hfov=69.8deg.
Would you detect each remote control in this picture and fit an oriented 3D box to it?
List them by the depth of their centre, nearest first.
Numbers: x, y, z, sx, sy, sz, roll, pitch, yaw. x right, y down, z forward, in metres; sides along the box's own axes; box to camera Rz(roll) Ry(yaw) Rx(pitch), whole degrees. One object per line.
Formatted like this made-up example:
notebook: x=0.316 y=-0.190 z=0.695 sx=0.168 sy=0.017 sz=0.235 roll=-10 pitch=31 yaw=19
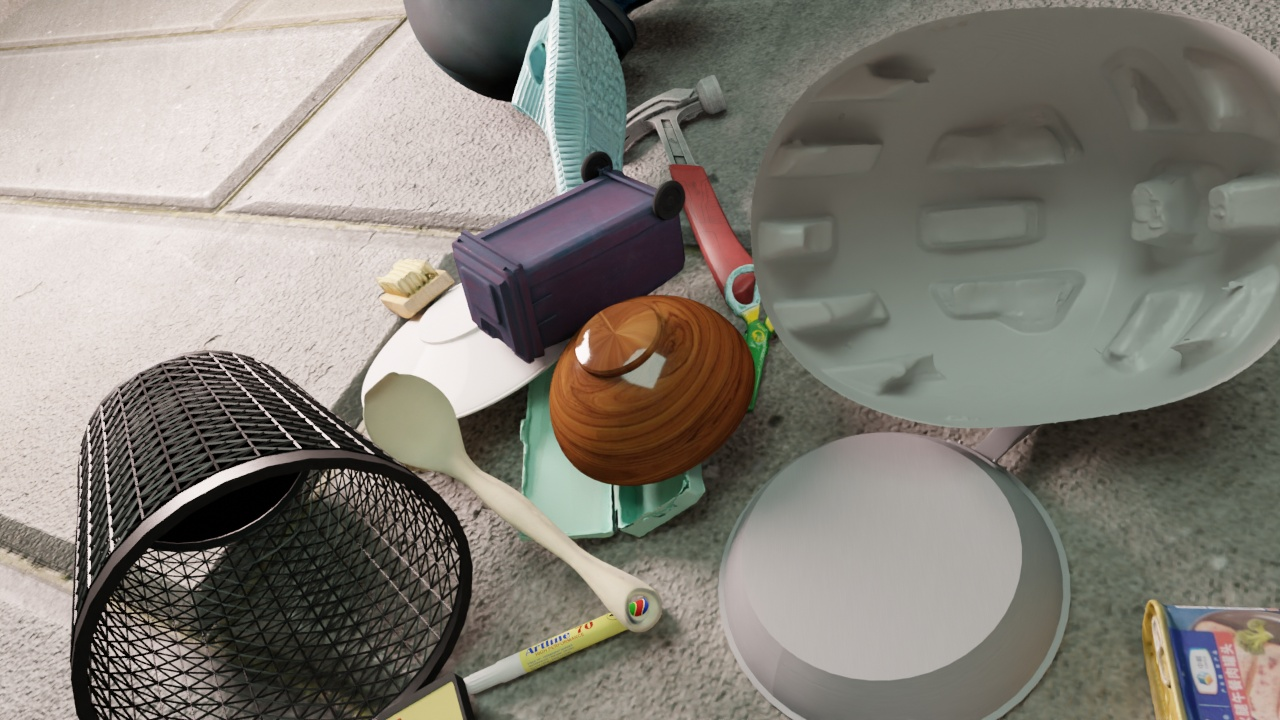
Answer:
remote control: x=-0.113 y=0.251 z=0.527 sx=0.058 sy=0.013 sz=0.133 roll=-32 pitch=49 yaw=1

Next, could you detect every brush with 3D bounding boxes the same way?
brush: x=-0.090 y=0.090 z=0.601 sx=0.272 sy=0.077 sz=0.062 roll=32 pitch=78 yaw=30
brush: x=-0.209 y=-0.069 z=0.837 sx=0.049 sy=0.039 sz=0.117 roll=-40 pitch=24 yaw=-16

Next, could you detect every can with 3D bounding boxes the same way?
can: x=0.274 y=0.162 z=0.424 sx=0.059 sy=0.054 sz=0.099 roll=-4 pitch=48 yaw=18

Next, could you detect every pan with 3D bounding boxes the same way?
pan: x=0.196 y=0.069 z=0.557 sx=0.356 sy=0.051 sz=0.201 roll=-43 pitch=47 yaw=-14

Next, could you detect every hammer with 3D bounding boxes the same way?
hammer: x=0.048 y=-0.152 z=0.833 sx=0.126 sy=0.036 sz=0.315 roll=-22 pitch=45 yaw=6

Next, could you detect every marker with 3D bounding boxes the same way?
marker: x=-0.050 y=0.179 z=0.576 sx=0.132 sy=0.014 sz=0.014 roll=-24 pitch=44 yaw=1

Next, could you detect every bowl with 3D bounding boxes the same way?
bowl: x=-0.004 y=0.004 z=0.613 sx=0.147 sy=0.069 sz=0.147 roll=-15 pitch=46 yaw=16

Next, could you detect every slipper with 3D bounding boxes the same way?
slipper: x=-0.061 y=-0.216 z=0.848 sx=0.070 sy=0.116 sz=0.275 roll=-15 pitch=68 yaw=29

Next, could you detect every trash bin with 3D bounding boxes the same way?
trash bin: x=-0.263 y=0.110 z=0.607 sx=0.216 sy=0.217 sz=0.243 roll=-40 pitch=40 yaw=-15
trash bin: x=-0.053 y=-0.079 z=0.689 sx=0.160 sy=0.092 sz=0.094 roll=-31 pitch=42 yaw=-27

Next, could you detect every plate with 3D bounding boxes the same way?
plate: x=-0.140 y=-0.033 z=0.767 sx=0.230 sy=0.030 sz=0.229 roll=-20 pitch=33 yaw=13

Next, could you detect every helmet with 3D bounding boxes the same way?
helmet: x=0.203 y=-0.075 z=0.525 sx=0.282 sy=0.224 sz=0.184 roll=-10 pitch=2 yaw=-4
helmet: x=-0.105 y=-0.399 z=0.983 sx=0.317 sy=0.249 sz=0.235 roll=5 pitch=80 yaw=24

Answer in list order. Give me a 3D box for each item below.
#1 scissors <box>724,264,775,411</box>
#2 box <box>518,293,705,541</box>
scissors: x=0.081 y=-0.019 z=0.689 sx=0.071 sy=0.014 sz=0.130 roll=24 pitch=63 yaw=2
box: x=-0.022 y=0.043 z=0.669 sx=0.138 sy=0.057 sz=0.186 roll=-21 pitch=43 yaw=20
